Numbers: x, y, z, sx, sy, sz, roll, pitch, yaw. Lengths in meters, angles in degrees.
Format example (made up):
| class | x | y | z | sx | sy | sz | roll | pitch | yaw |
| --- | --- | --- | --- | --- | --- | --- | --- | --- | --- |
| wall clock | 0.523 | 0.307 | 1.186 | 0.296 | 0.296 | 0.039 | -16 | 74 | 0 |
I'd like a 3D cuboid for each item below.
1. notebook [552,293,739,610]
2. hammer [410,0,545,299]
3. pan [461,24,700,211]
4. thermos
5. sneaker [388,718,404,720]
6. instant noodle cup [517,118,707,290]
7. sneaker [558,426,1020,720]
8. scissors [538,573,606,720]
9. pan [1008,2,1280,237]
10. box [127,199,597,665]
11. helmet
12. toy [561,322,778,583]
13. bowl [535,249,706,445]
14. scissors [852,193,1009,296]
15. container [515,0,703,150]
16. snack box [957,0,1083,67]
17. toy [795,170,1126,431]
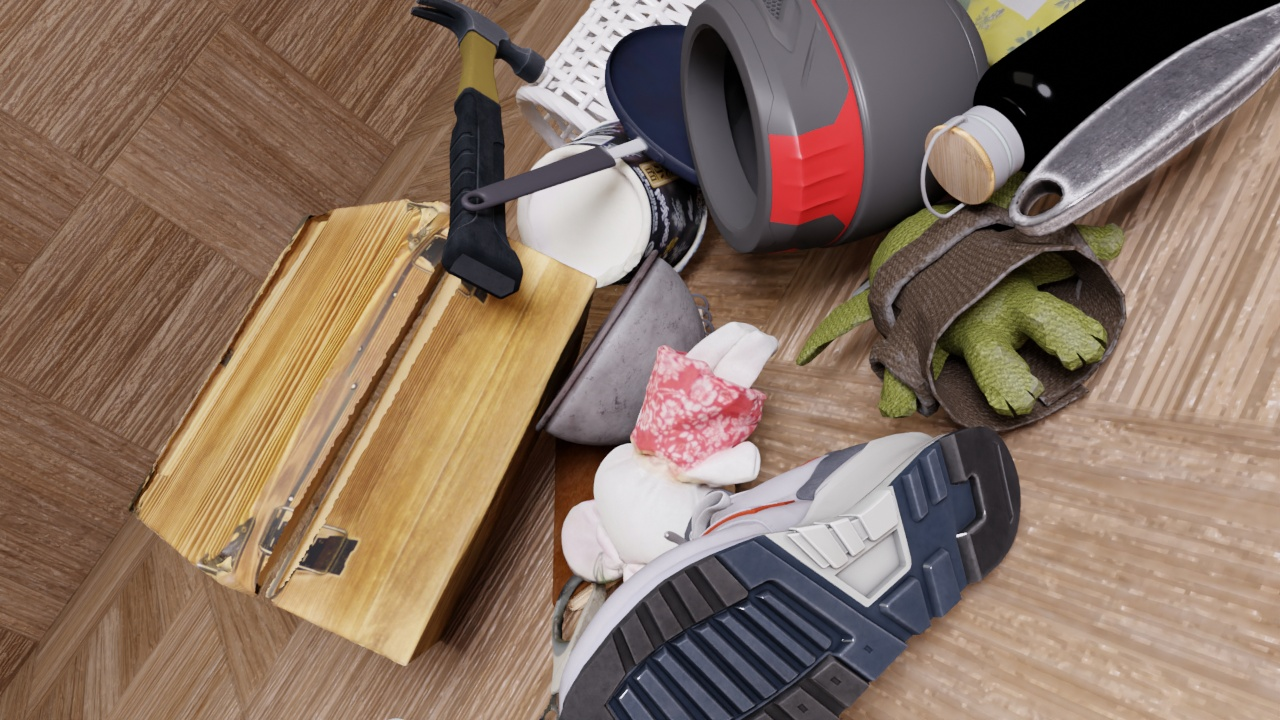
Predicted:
| class | x | y | z | sx | sy | sz | roll | pitch | yaw |
| --- | --- | --- | --- | --- | --- | --- | --- | --- | --- |
| notebook | -0.002 | 0.058 | 0.683 | 0.168 | 0.024 | 0.225 | -41 | 29 | 23 |
| hammer | -0.114 | -0.165 | 0.645 | 0.025 | 0.117 | 0.332 | -44 | 35 | 29 |
| pan | 0.014 | -0.157 | 0.649 | 0.355 | 0.199 | 0.021 | -30 | -20 | -40 |
| thermos | 0.227 | -0.146 | 0.453 | 0.231 | 0.061 | 0.061 | -35 | 25 | -9 |
| sneaker | -0.184 | 0.298 | 0.614 | 0.242 | 0.087 | 0.118 | 129 | 150 | -55 |
| instant noodle cup | -0.027 | -0.116 | 0.708 | 0.137 | 0.137 | 0.112 | -39 | 0 | 24 |
| sneaker | 0.053 | 0.100 | 0.415 | 0.239 | 0.089 | 0.124 | -23 | 5 | -26 |
| scissors | -0.043 | 0.206 | 0.570 | 0.158 | 0.012 | 0.168 | -24 | 50 | 36 |
| pan | 0.306 | -0.166 | 0.384 | 0.357 | 0.055 | 0.187 | -42 | 44 | 9 |
| box | -0.206 | 0.032 | 0.660 | 0.278 | 0.263 | 0.270 | -63 | 2 | -15 |
| helmet | 0.121 | -0.163 | 0.566 | 0.170 | 0.164 | 0.264 | -11 | 32 | -7 |
| toy | 0.020 | 0.068 | 0.528 | 0.159 | 0.084 | 0.194 | 29 | 102 | 46 |
| bowl | -0.004 | 0.003 | 0.620 | 0.145 | 0.067 | 0.145 | -56 | 4 | 6 |
| scissors | 0.215 | -0.111 | 0.560 | 0.180 | 0.015 | 0.194 | -14 | 46 | 51 |
| container | 0.015 | -0.253 | 0.850 | 0.186 | 0.189 | 0.189 | -52 | 27 | -3 |
| snack box | 0.258 | -0.251 | 0.540 | 0.181 | 0.045 | 0.121 | -50 | 40 | 27 |
| toy | 0.169 | -0.028 | 0.462 | 0.179 | 0.078 | 0.152 | -41 | 22 | 13 |
